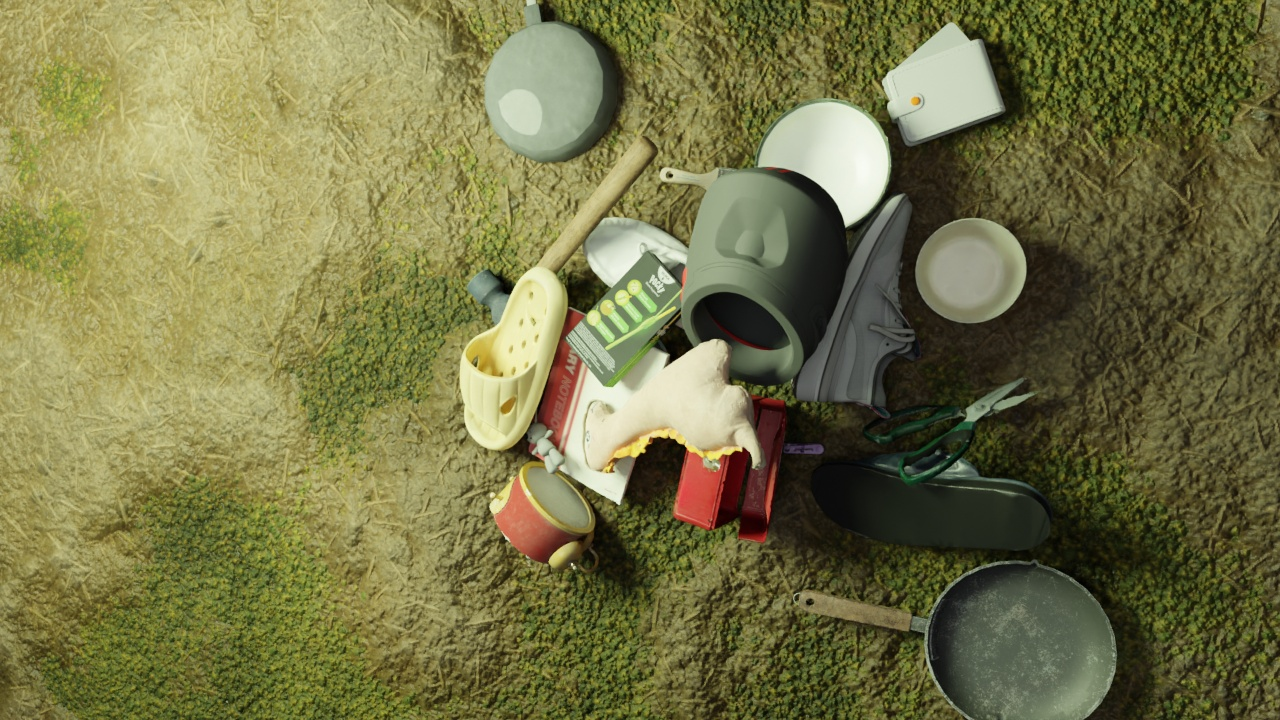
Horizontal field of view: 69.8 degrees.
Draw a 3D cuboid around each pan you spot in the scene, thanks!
[{"bbox_3d":[0.358,0.314,1.074,0.357,0.040,0.208,10,96,15],"label":"pan"},{"bbox_3d":[-0.135,-0.431,1.161,0.179,0.041,0.357,-10,90,15],"label":"pan"}]

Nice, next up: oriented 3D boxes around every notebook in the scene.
[{"bbox_3d":[-0.057,0.057,1.146,0.153,0.012,0.209,26,112,24],"label":"notebook"}]

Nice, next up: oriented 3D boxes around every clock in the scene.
[{"bbox_3d":[-0.116,0.210,1.155,0.159,0.117,0.081,44,106,2],"label":"clock"}]

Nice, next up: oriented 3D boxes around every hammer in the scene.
[{"bbox_3d":[-0.084,-0.146,1.121,0.129,0.040,0.323,47,120,6],"label":"hammer"}]

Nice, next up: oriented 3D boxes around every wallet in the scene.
[{"bbox_3d":[0.338,-0.317,1.045,0.118,0.037,0.115,-18,88,12],"label":"wallet"}]

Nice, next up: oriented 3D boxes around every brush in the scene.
[{"bbox_3d":[0.096,-0.218,1.127,0.151,0.012,0.039,10,96,15],"label":"brush"}]

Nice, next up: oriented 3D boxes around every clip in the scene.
[{"bbox_3d":[0.194,0.106,1.119,0.052,0.042,0.014,-1,94,-21],"label":"clip"}]

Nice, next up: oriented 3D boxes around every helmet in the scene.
[{"bbox_3d":[0.136,-0.105,0.975,0.164,0.265,0.169,18,63,19],"label":"helmet"}]

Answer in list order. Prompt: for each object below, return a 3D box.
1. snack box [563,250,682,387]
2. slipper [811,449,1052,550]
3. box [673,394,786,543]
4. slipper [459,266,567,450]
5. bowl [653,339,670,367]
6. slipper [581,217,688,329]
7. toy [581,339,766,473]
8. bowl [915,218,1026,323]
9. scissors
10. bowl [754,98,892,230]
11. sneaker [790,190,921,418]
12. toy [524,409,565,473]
[{"bbox_3d":[-0.013,-0.048,1.085,0.148,0.025,0.080,-46,70,14],"label":"snack box"},{"bbox_3d":[0.333,0.150,1.056,0.266,0.083,0.109,1,122,32],"label":"slipper"},{"bbox_3d":[0.110,0.118,1.083,0.112,0.134,0.157,10,95,13],"label":"box"},{"bbox_3d":[-0.169,0.005,1.132,0.111,0.079,0.262,41,117,30],"label":"slipper"},{"bbox_3d":[-0.007,0.007,1.142,0.114,0.045,0.114,7,103,29],"label":"bowl"},{"bbox_3d":[0.031,-0.095,1.126,0.247,0.074,0.112,34,85,13],"label":"slipper"},{"bbox_3d":[0.023,0.084,1.027,0.265,0.065,0.196,-40,54,38],"label":"toy"},{"bbox_3d":[0.369,-0.099,1.035,0.115,0.062,0.115,1,93,14],"label":"bowl"},{"bbox_3d":[0.351,0.062,1.055,0.209,0.142,0.015,-31,116,-13],"label":"scissors"},{"bbox_3d":[0.212,-0.219,1.065,0.153,0.072,0.153,1,93,14],"label":"bowl"},{"bbox_3d":[0.274,-0.060,1.054,0.129,0.096,0.263,21,97,1],"label":"sneaker"},{"bbox_3d":[-0.133,0.094,1.174,0.111,0.030,0.049,55,128,22],"label":"toy"}]
